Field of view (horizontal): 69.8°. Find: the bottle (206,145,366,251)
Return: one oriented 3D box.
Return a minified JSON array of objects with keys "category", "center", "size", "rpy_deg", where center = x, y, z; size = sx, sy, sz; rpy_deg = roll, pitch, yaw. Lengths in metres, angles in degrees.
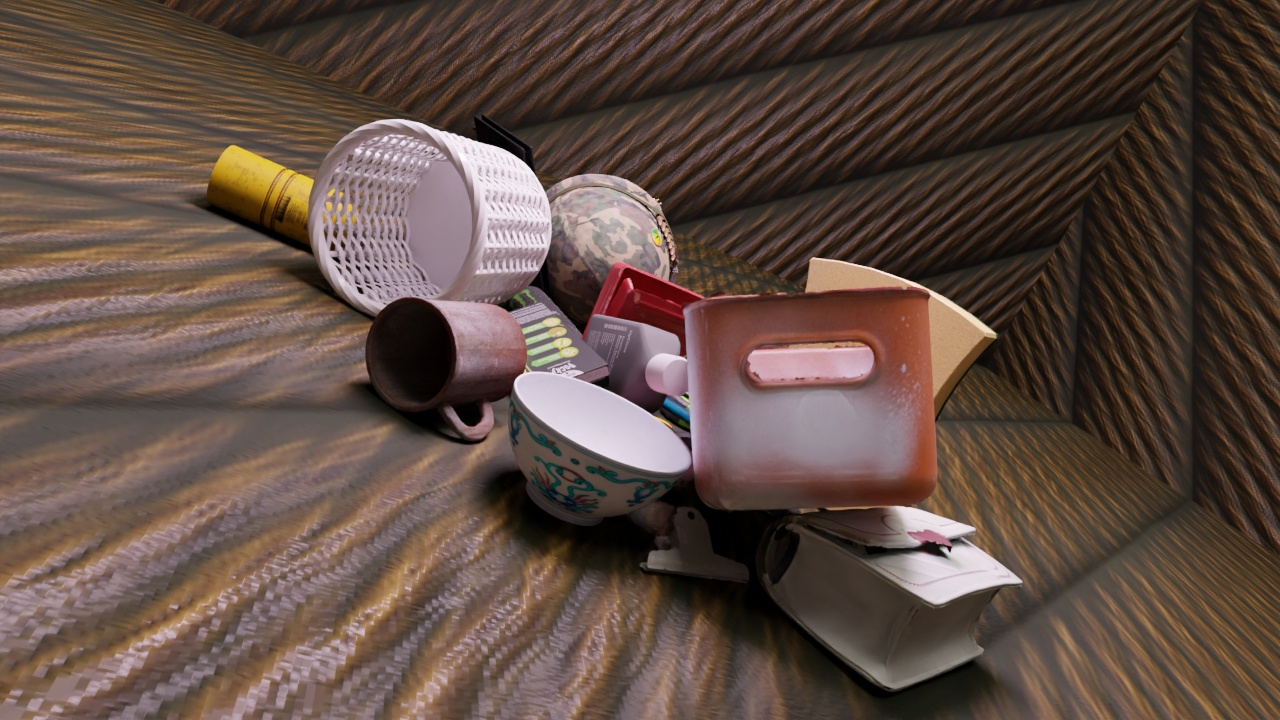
[{"category":"bottle","center":[-0.378,-0.168,1.005],"size":[0.163,0.071,0.071],"rpy_deg":[23,14,-10]}]

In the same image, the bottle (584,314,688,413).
[{"category":"bottle","center":[-0.005,0.005,0.899],"size":[0.046,0.083,0.174],"rpy_deg":[18,-2,-28]}]

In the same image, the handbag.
[{"category":"handbag","center":[0.201,0.171,0.733],"size":[0.198,0.096,0.142],"rpy_deg":[6,23,-49]}]

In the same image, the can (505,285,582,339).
[{"category":"can","center":[-0.111,-0.040,1.040],"size":[0.054,0.054,0.137],"rpy_deg":[16,17,-33]}]

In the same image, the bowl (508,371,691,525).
[{"category":"bowl","center":[-0.042,0.076,0.691],"size":[0.144,0.074,0.143],"rpy_deg":[24,14,-7]}]

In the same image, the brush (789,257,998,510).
[{"category":"brush","center":[0.234,0.031,0.978],"size":[0.195,0.250,0.075],"rpy_deg":[29,14,27]}]

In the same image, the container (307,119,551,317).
[{"category":"container","center":[-0.211,-0.142,0.956],"size":[0.189,0.189,0.186],"rpy_deg":[29,13,11]}]

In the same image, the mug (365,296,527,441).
[{"category":"mug","center":[-0.150,0.009,0.753],"size":[0.110,0.096,0.123],"rpy_deg":[-7,71,-60]}]

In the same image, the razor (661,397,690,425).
[{"category":"razor","center":[0.040,0.057,0.984],"size":[0.144,0.022,0.042],"rpy_deg":[26,12,37]}]

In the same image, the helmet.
[{"category":"helmet","center":[-0.049,-0.135,1.212],"size":[0.224,0.193,0.236],"rpy_deg":[51,14,-36]}]

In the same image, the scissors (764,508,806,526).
[{"category":"scissors","center":[0.119,0.132,0.892],"size":[0.130,0.019,0.150],"rpy_deg":[17,15,-29]}]

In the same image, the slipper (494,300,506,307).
[{"category":"slipper","center":[-0.231,-0.136,1.163],"size":[0.094,0.065,0.239],"rpy_deg":[7,36,-43]}]

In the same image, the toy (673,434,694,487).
[{"category":"toy","center":[-0.002,0.075,0.809],"size":[0.099,0.053,0.096],"rpy_deg":[10,28,-42]}]

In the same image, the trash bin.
[{"category":"trash bin","center":[0.132,0.043,0.749],"size":[0.181,0.157,0.260],"rpy_deg":[-2,-9,6]}]

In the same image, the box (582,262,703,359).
[{"category":"box","center":[0.019,-0.029,1.082],"size":[0.157,0.136,0.117],"rpy_deg":[21,19,-22]}]

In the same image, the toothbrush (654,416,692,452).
[{"category":"toothbrush","center":[0.043,0.083,0.921],"size":[0.196,0.031,0.031],"rpy_deg":[22,9,-34]}]

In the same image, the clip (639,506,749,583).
[{"category":"clip","center":[0.037,0.140,0.696],"size":[0.101,0.040,0.054],"rpy_deg":[17,29,-36]}]

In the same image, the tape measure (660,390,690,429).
[{"category":"tape measure","center":[0.057,0.054,1.032],"size":[0.065,0.036,0.058],"rpy_deg":[31,15,17]}]

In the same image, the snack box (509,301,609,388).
[{"category":"snack box","center":[-0.102,-0.007,0.910],"size":[0.080,0.025,0.147],"rpy_deg":[-20,37,-23]}]

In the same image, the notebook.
[{"category":"notebook","center":[-0.158,-0.174,1.141],"size":[0.019,0.232,0.169],"rpy_deg":[-19,35,-22]}]
